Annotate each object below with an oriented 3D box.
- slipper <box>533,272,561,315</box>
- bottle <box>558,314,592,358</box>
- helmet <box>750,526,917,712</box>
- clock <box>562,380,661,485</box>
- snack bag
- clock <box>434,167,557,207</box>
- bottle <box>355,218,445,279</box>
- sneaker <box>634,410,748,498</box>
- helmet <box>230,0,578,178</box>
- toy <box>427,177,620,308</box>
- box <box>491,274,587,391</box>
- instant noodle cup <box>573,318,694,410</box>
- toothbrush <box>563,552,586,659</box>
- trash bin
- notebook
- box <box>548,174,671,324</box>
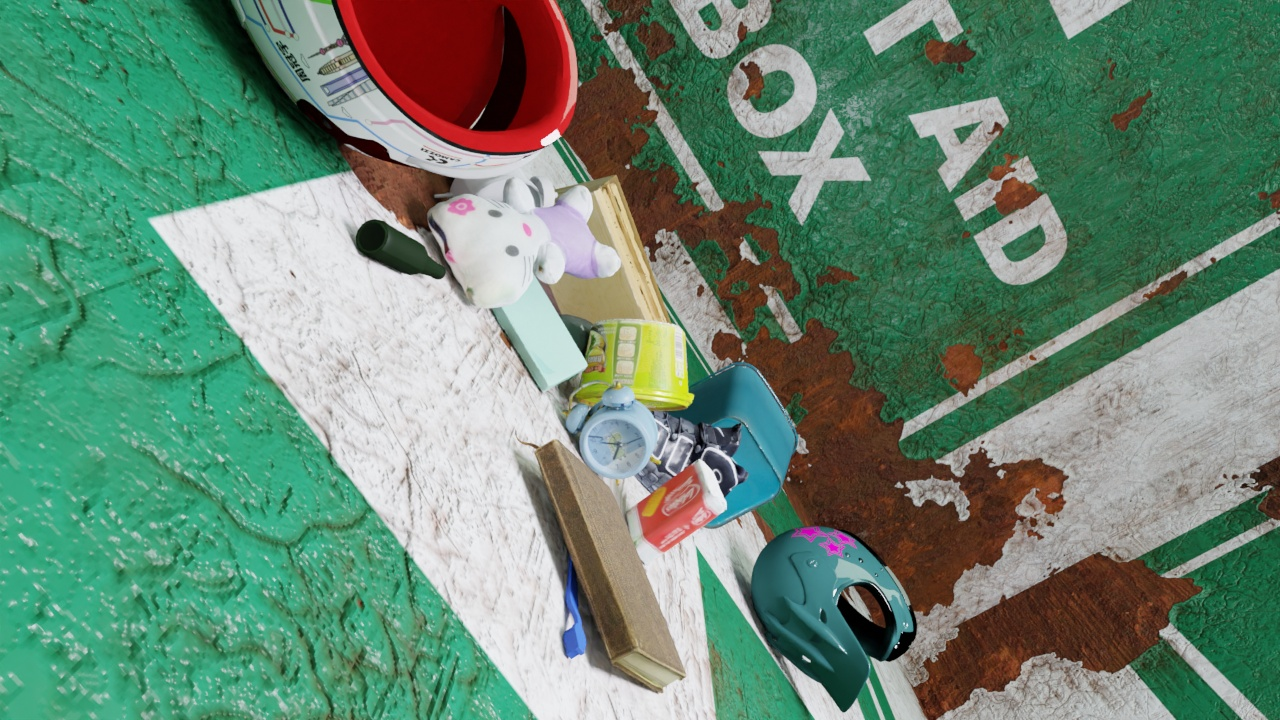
[{"bbox_3d":[-0.121,-0.117,1.326,0.221,0.056,0.106,55,11,-17],"label":"slipper"},{"bbox_3d":[-0.086,-0.027,1.189,0.060,0.060,0.108,60,9,7],"label":"bottle"},{"bbox_3d":[0.283,0.383,1.406,0.274,0.199,0.177,49,-43,36],"label":"helmet"},{"bbox_3d":[-0.033,0.078,1.040,0.124,0.089,0.051,59,15,-12],"label":"clock"},{"bbox_3d":[0.038,0.169,1.035,0.036,0.116,0.077,47,13,-26],"label":"snack bag"},{"bbox_3d":[-0.164,-0.184,1.120,0.159,0.120,0.061,27,26,-54],"label":"clock"},{"bbox_3d":[-0.208,-0.094,0.822,0.033,0.033,0.123,61,8,15],"label":"bottle"},{"bbox_3d":[0.062,0.109,1.249,0.252,0.151,0.097,52,11,-26],"label":"sneaker"},{"bbox_3d":[-0.218,-0.301,0.820,0.314,0.230,0.236,50,-23,-25],"label":"helmet"},{"bbox_3d":[-0.131,-0.130,1.009,0.208,0.086,0.137,-15,78,-41],"label":"toy"},{"bbox_3d":[-0.141,-0.052,1.074,0.187,0.078,0.113,60,-20,-1],"label":"box"},{"bbox_3d":[-0.007,0.007,1.127,0.146,0.146,0.097,31,61,-72],"label":"instant noodle cup"},{"bbox_3d":[-0.059,0.189,0.777,0.016,0.011,0.186,55,6,-20],"label":"toothbrush"},{"bbox_3d":[0.136,0.143,1.478,0.196,0.199,0.218,57,16,-8],"label":"trash bin"},{"bbox_3d":[-0.035,0.175,0.816,0.215,0.034,0.190,65,6,34],"label":"notebook"},{"bbox_3d":[-0.051,-0.115,1.245,0.249,0.128,0.091,67,29,-21],"label":"box"}]
